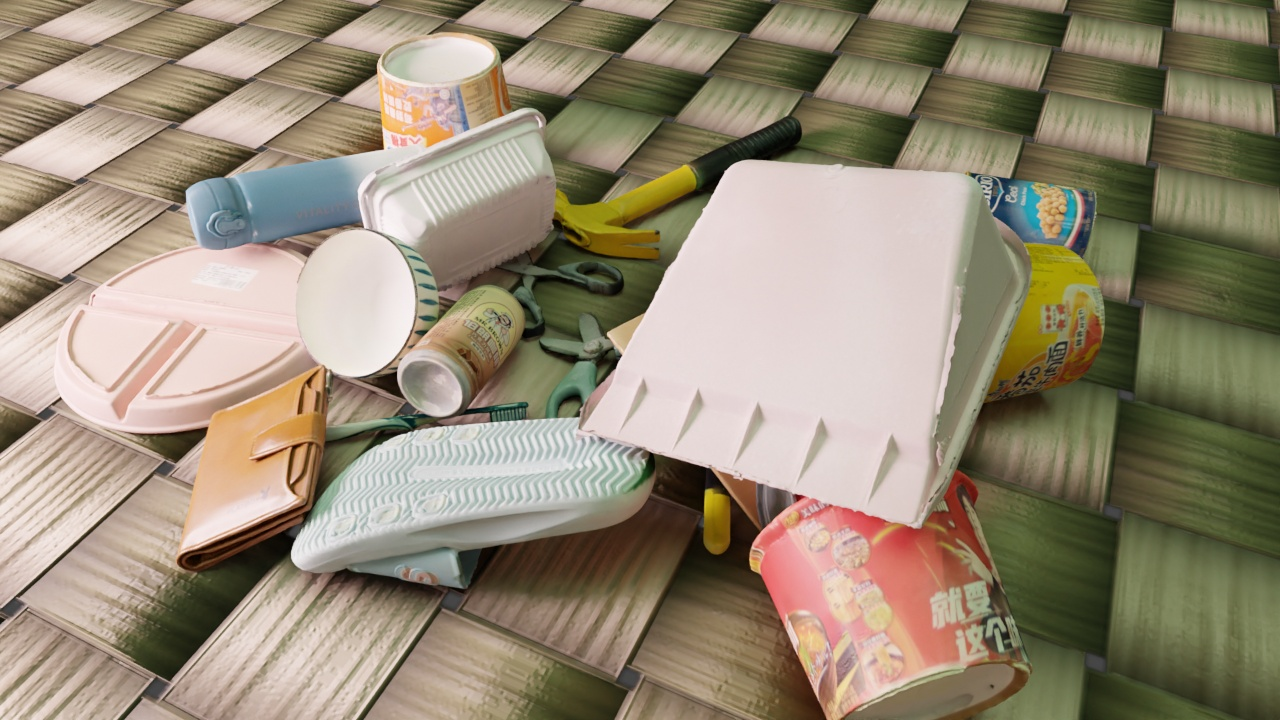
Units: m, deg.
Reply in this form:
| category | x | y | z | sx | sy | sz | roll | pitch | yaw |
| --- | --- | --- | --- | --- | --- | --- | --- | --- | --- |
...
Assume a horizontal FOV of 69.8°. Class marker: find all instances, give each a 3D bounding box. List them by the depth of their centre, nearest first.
| category | x | y | z | sx | sy | sz | roll | pitch | yaw |
| --- | --- | --- | --- | --- | --- | --- | --- | --- | --- |
| marker | 0.054 | 0.085 | 0.647 | 0.018 | 0.015 | 0.123 | 4 | 40 | 3 |

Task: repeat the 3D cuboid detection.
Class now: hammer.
| category | x | y | z | sx | sy | sz | roll | pitch | yaw |
| --- | --- | --- | --- | --- | --- | --- | --- | --- | --- |
| hammer | 0.050 | -0.182 | 0.917 | 0.300 | 0.033 | 0.129 | -31 | 51 | -28 |

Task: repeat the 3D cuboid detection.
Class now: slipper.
| category | x | y | z | sx | sy | sz | roll | pitch | yaw |
| --- | --- | --- | --- | --- | --- | --- | --- | --- | --- |
| slipper | -0.105 | 0.094 | 0.591 | 0.246 | 0.074 | 0.103 | -10 | 35 | 15 |

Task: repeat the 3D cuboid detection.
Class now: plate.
| category | x | y | z | sx | sy | sz | roll | pitch | yaw |
| --- | --- | --- | --- | --- | --- | --- | --- | --- | --- |
| plate | -0.365 | -0.031 | 0.763 | 0.229 | 0.028 | 0.229 | -1 | 42 | 0 |

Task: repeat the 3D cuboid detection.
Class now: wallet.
| category | x | y | z | sx | sy | sz | roll | pitch | yaw |
| --- | --- | --- | --- | --- | --- | --- | --- | --- | --- |
| wallet | -0.255 | 0.068 | 0.630 | 0.119 | 0.035 | 0.130 | -27 | 42 | 13 |

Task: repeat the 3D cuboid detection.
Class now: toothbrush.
| category | x | y | z | sx | sy | sz | roll | pitch | yaw |
| --- | --- | --- | --- | --- | --- | --- | --- | --- | --- |
| toothbrush | -0.179 | 0.050 | 0.685 | 0.191 | 0.016 | 0.018 | -8 | 79 | -6 |

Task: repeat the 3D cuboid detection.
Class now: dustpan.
| category | x | y | z | sx | sy | sz | roll | pitch | yaw |
| --- | --- | --- | --- | --- | --- | --- | --- | --- | --- |
| dustpan | 0.127 | -0.021 | 0.584 | 0.223 | 0.139 | 0.273 | 16 | 75 | 34 |

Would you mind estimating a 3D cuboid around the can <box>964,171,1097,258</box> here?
| category | x | y | z | sx | sy | sz | roll | pitch | yaw |
| --- | --- | --- | --- | --- | --- | --- | --- | --- | --- |
| can | 0.340 | -0.124 | 0.822 | 0.111 | 0.075 | 0.075 | 12 | 44 | 11 |

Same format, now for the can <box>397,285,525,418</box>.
| category | x | y | z | sx | sy | sz | roll | pitch | yaw |
| --- | --- | --- | --- | --- | --- | --- | --- | --- | --- |
| can | -0.134 | -0.009 | 0.701 | 0.058 | 0.059 | 0.116 | 11 | 33 | 11 |

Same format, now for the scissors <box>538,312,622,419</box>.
| category | x | y | z | sx | sy | sz | roll | pitch | yaw |
| --- | --- | --- | --- | --- | --- | --- | --- | --- | --- |
| scissors | -0.004 | 0.004 | 0.713 | 0.181 | 0.019 | 0.170 | -17 | 40 | 3 |

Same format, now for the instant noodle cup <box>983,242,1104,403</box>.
| category | x | y | z | sx | sy | sz | roll | pitch | yaw |
| --- | --- | --- | --- | --- | --- | --- | --- | --- | --- |
| instant noodle cup | 0.264 | -0.030 | 0.689 | 0.109 | 0.138 | 0.138 | -3 | 42 | -16 |

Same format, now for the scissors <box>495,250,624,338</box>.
| category | x | y | z | sx | sy | sz | roll | pitch | yaw |
| --- | --- | --- | --- | --- | --- | --- | --- | --- | --- |
| scissors | -0.101 | -0.076 | 0.823 | 0.181 | 0.014 | 0.159 | 8 | 42 | 13 |

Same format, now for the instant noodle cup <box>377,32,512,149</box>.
| category | x | y | z | sx | sy | sz | roll | pitch | yaw |
| --- | --- | --- | --- | --- | --- | --- | --- | --- | --- |
| instant noodle cup | -0.200 | -0.260 | 0.944 | 0.151 | 0.112 | 0.151 | 0 | 43 | 0 |

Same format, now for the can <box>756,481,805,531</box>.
| category | x | y | z | sx | sy | sz | roll | pitch | yaw |
| --- | --- | --- | --- | --- | --- | --- | --- | --- | --- |
| can | 0.129 | 0.089 | 0.587 | 0.093 | 0.067 | 0.066 | -5 | 43 | -13 |

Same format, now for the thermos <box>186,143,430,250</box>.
| category | x | y | z | sx | sy | sz | roll | pitch | yaw |
| --- | --- | --- | --- | --- | --- | --- | --- | --- | --- |
| thermos | -0.295 | -0.149 | 0.837 | 0.220 | 0.070 | 0.070 | -19 | 46 | -31 |

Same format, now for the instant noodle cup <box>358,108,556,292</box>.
| category | x | y | z | sx | sy | sz | roll | pitch | yaw |
| --- | --- | --- | --- | --- | --- | --- | --- | --- | --- |
| instant noodle cup | -0.144 | -0.126 | 0.785 | 0.173 | 0.138 | 0.060 | -31 | 68 | -22 |

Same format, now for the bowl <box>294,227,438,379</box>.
| category | x | y | z | sx | sy | sz | roll | pitch | yaw |
| --- | --- | --- | --- | --- | --- | --- | --- | --- | --- |
| bowl | -0.208 | -0.043 | 0.729 | 0.116 | 0.116 | 0.066 | 20 | 6 | 20 |

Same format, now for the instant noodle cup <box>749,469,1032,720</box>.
| category | x | y | z | sx | sy | sz | roll | pitch | yaw |
| --- | --- | --- | --- | --- | --- | --- | --- | --- | --- |
| instant noodle cup | 0.142 | 0.138 | 0.508 | 0.138 | 0.138 | 0.108 | -9 | 52 | -9 |

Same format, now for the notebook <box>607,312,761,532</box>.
| category | x | y | z | sx | sy | sz | roll | pitch | yaw |
| --- | --- | --- | --- | --- | --- | --- | --- | --- | --- |
| notebook | 0.096 | 0.027 | 0.667 | 0.149 | 0.012 | 0.211 | -28 | 67 | -24 |
